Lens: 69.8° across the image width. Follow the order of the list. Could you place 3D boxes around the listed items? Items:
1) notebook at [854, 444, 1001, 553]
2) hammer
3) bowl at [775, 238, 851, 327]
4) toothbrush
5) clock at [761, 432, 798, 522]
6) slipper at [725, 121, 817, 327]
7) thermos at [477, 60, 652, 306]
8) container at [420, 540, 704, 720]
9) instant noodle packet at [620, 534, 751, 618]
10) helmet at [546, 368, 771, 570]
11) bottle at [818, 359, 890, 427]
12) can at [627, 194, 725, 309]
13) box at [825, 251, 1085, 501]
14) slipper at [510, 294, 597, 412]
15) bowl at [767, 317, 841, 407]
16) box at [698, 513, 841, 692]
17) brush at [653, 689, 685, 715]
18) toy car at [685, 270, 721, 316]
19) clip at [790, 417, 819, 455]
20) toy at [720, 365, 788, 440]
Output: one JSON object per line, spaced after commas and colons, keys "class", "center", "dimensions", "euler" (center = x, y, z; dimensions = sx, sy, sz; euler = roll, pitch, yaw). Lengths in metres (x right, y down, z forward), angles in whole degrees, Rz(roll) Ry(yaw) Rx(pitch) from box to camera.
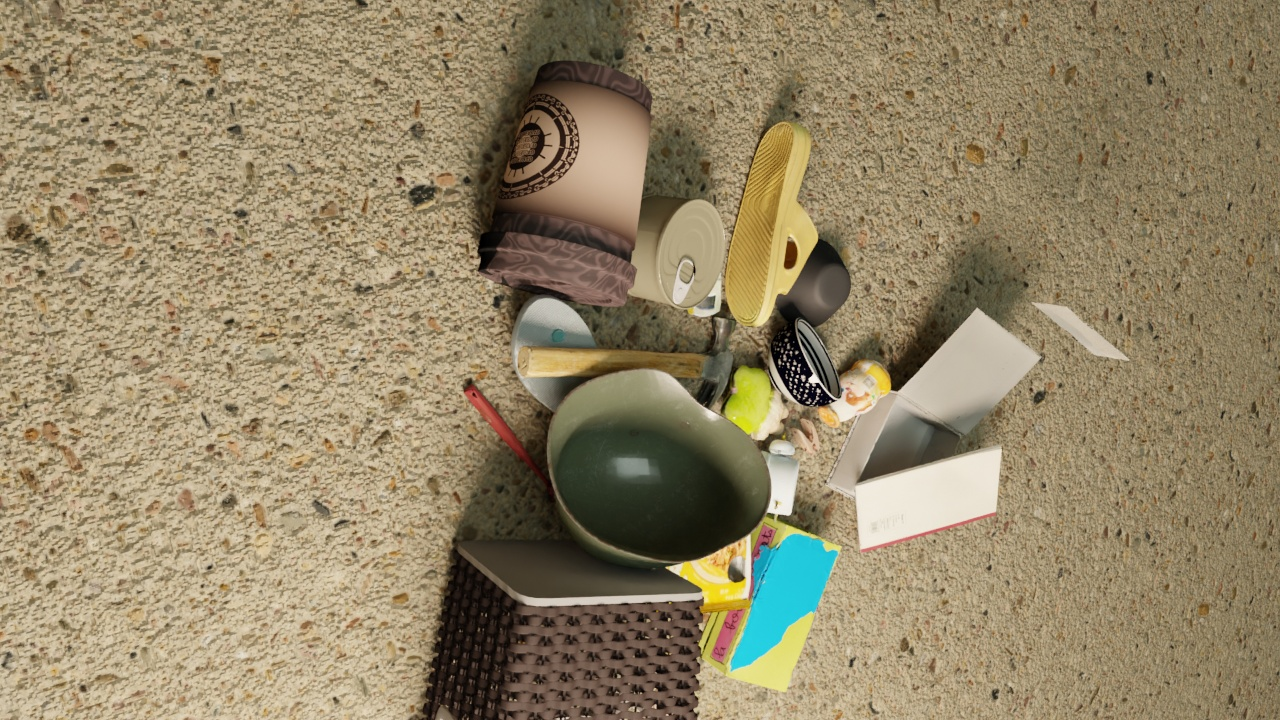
{"class": "notebook", "center": [0.409, 0.200, 1.308], "dimensions": [0.209, 0.012, 0.153], "euler": [-15, 130, 0]}
{"class": "hammer", "center": [-0.006, 0.006, 1.084], "dimensions": [0.329, 0.033, 0.132], "euler": [2, 101, -44]}
{"class": "bowl", "center": [0.245, -0.102, 1.235], "dimensions": [0.123, 0.052, 0.124], "euler": [-5, 101, -28]}
{"class": "toothbrush", "center": [-0.144, 0.101, 1.076], "dimensions": [0.016, 0.016, 0.190], "euler": [-43, 116, -15]}
{"class": "clock", "center": [0.181, 0.152, 1.229], "dimensions": [0.083, 0.057, 0.117], "euler": [76, 26, -60]}
{"class": "slipper", "center": [0.174, -0.167, 1.161], "dimensions": [0.078, 0.100, 0.263], "euler": [13, 88, -32]}
{"class": "thermos", "center": [-0.072, -0.187, 0.985], "dimensions": [0.172, 0.173, 0.226], "euler": [14, 85, -30]}
{"class": "container", "center": [-0.087, 0.349, 1.024], "dimensions": [0.245, 0.248, 0.243], "euler": [6, 92, -30]}
{"class": "instant noodle packet", "center": [0.062, 0.211, 1.183], "dimensions": [0.162, 0.084, 0.221], "euler": [2, 91, -31]}
{"class": "helmet", "center": [0.009, 0.146, 1.043], "dimensions": [0.267, 0.154, 0.226], "euler": [3, 58, -18]}
{"class": "bottle", "center": [0.298, 0.047, 1.286], "dimensions": [0.109, 0.063, 0.063], "euler": [-37, 114, -18]}
{"class": "can", "center": [0.033, -0.129, 1.077], "dimensions": [0.127, 0.073, 0.128], "euler": [-22, 119, -46]}
{"class": "box", "center": [0.445, 0.044, 1.331], "dimensions": [0.166, 0.108, 0.419], "euler": [28, 97, -30]}
{"class": "slipper", "center": [-0.079, 0.029, 1.088], "dimensions": [0.098, 0.055, 0.269], "euler": [-43, 127, -13]}
{"class": "bowl", "center": [0.208, 0.011, 1.214], "dimensions": [0.066, 0.120, 0.120], "euler": [-28, 119, 24]}
{"class": "box", "center": [0.178, 0.329, 1.264], "dimensions": [0.124, 0.079, 0.221], "euler": [24, 84, -31]}
{"class": "brush", "center": [0.039, 0.481, 1.246], "dimensions": [0.049, 0.015, 0.136], "euler": [9, 95, -29]}
{"class": "toy car", "center": [0.080, -0.107, 1.155], "dimensions": [0.048, 0.033, 0.105], "euler": [-6, 101, -26]}
{"class": "clip", "center": [0.227, 0.112, 1.280], "dimensions": [0.045, 0.025, 0.061], "euler": [-33, 117, -21]}
{"class": "toy", "center": [0.155, 0.061, 1.220], "dimensions": [0.117, 0.043, 0.092], "euler": [28, 75, -37]}
